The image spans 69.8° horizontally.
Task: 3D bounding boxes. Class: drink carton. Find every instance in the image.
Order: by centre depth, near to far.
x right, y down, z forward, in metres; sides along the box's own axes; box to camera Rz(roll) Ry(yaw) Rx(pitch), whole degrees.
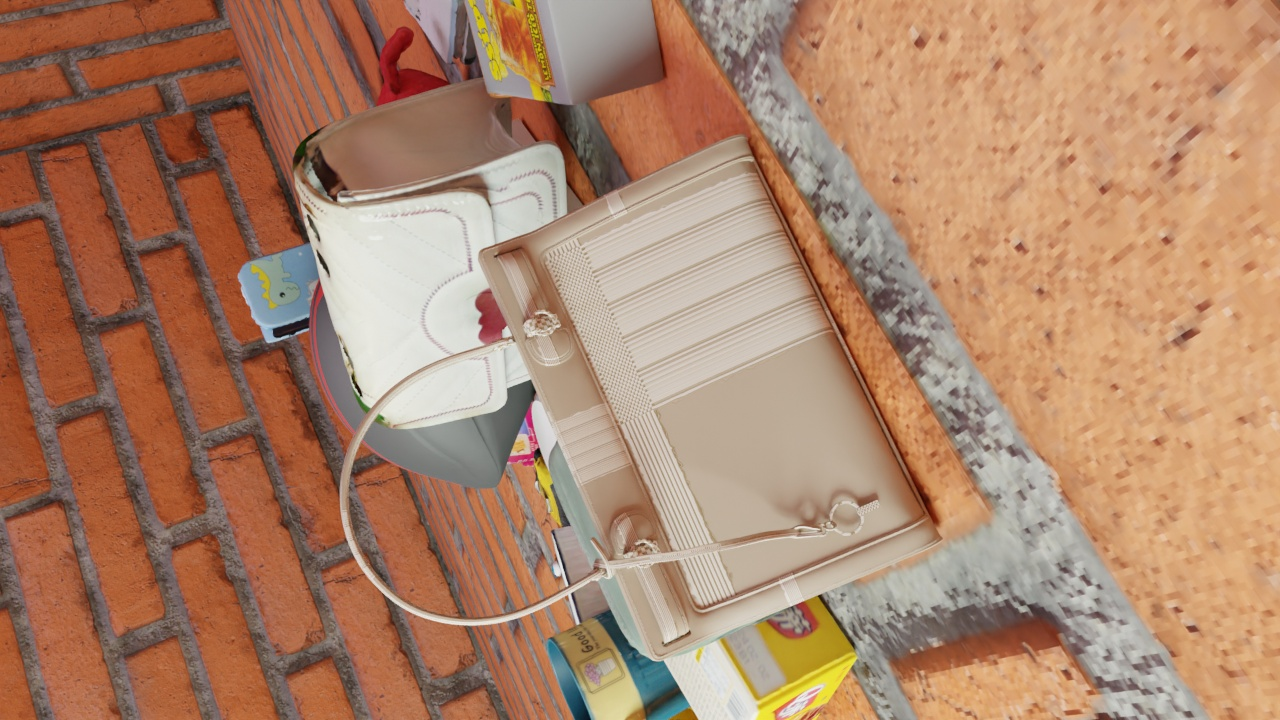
[{"bbox_3d":[-0.043,-0.164,0.449,0.125,0.048,0.076,34,140,58],"label":"drink carton"}]

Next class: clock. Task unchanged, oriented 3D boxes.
[{"bbox_3d":[0.018,0.330,0.731,0.113,0.051,0.152,58,137,14],"label":"clock"}]

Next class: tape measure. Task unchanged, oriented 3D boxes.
[{"bbox_3d":[-0.072,0.115,0.822,0.064,0.037,0.066,45,150,51],"label":"tape measure"}]

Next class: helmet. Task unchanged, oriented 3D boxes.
[{"bbox_3d":[-0.176,-0.012,0.742,0.164,0.169,0.265,5,120,57],"label":"helmet"}]

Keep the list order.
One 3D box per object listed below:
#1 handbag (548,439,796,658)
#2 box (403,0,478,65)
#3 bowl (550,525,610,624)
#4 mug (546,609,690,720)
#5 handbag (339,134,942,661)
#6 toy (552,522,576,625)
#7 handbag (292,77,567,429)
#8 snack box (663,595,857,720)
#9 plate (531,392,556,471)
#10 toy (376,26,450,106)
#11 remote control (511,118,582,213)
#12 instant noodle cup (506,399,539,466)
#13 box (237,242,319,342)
[{"bbox_3d":[0.025,0.065,0.422,0.121,0.106,0.067,61,148,21],"label":"handbag"},{"bbox_3d":[-0.110,-0.257,0.551,0.083,0.066,0.199,43,158,-1],"label":"box"},{"bbox_3d":[-0.024,0.180,0.715,0.118,0.062,0.118,164,91,-81],"label":"bowl"},{"bbox_3d":[0.008,0.212,0.612,0.113,0.107,0.083,42,145,52],"label":"mug"},{"bbox_3d":[-0.014,0.028,0.348,0.175,0.197,0.062,66,160,9],"label":"handbag"},{"bbox_3d":[-0.055,0.203,0.832,0.095,0.065,0.127,92,156,-64],"label":"toy"},{"bbox_3d":[-0.119,-0.053,0.555,0.096,0.141,0.199,51,155,29],"label":"handbag"},{"bbox_3d":[0.057,0.156,0.493,0.083,0.061,0.106,56,157,31],"label":"snack box"},{"bbox_3d":[-0.049,0.068,0.717,0.174,0.036,0.174,53,155,38],"label":"plate"},{"bbox_3d":[-0.158,-0.182,0.657,0.133,0.088,0.094,63,-174,-54],"label":"toy"},{"bbox_3d":[-0.059,-0.094,0.598,0.143,0.024,0.050,55,156,31],"label":"remote control"},{"bbox_3d":[-0.171,0.037,0.941,0.178,0.077,0.179,52,154,39],"label":"instant noodle cup"},{"bbox_3d":[-0.252,-0.081,0.839,0.074,0.208,0.078,2,112,69],"label":"box"}]
